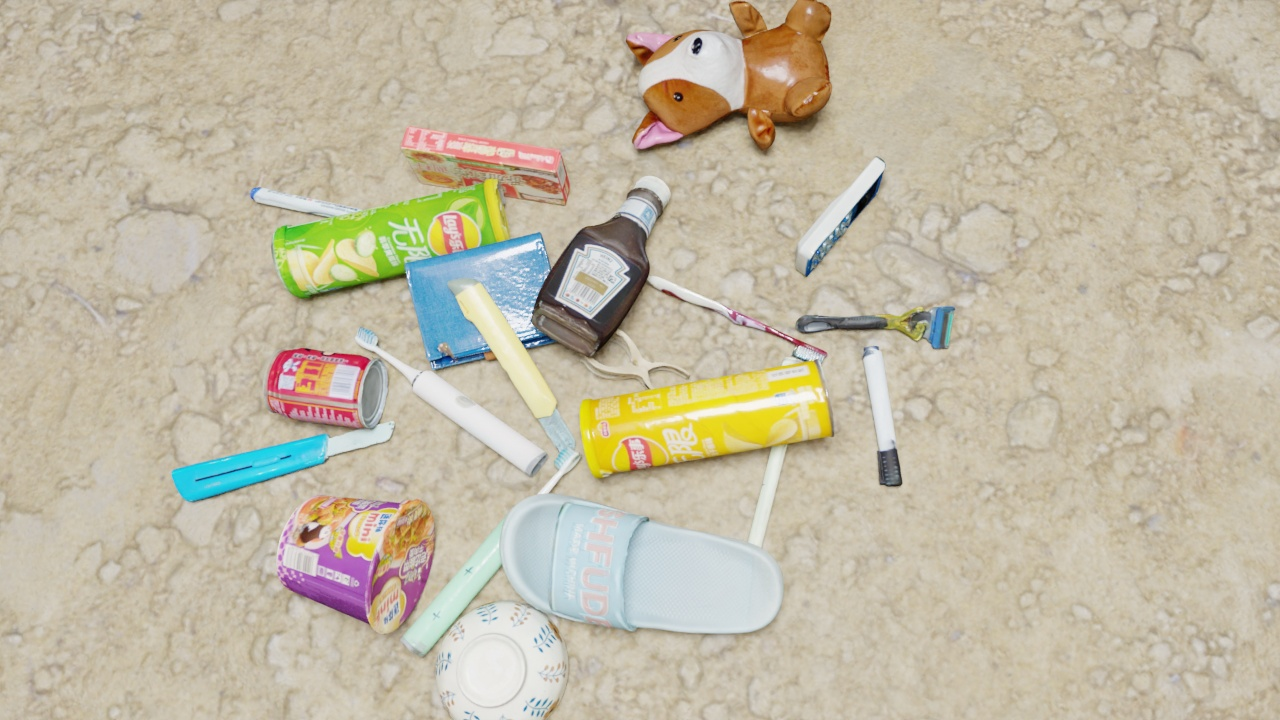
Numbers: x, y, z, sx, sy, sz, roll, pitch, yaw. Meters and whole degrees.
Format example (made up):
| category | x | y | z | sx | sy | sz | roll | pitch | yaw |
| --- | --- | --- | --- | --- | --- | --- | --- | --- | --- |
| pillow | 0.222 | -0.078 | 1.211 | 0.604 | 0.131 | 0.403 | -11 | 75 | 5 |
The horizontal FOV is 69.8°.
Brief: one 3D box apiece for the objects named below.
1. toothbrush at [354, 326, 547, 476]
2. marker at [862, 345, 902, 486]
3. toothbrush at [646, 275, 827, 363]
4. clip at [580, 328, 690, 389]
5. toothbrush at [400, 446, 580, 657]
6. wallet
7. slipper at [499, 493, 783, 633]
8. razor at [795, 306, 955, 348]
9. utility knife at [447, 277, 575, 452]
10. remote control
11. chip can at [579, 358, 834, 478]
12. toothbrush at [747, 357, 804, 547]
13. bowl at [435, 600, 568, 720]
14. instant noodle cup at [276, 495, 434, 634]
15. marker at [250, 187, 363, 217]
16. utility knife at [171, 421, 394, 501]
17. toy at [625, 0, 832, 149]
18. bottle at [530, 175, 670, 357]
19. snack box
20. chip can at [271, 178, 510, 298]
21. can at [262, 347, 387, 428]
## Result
| category | x | y | z | sx | sy | sz | roll | pitch | yaw |
| --- | --- | --- | --- | --- | --- | --- | --- | --- | --- |
| toothbrush | -0.181 | 0.035 | 0.852 | 0.221 | 0.026 | 0.026 | 34 | 116 | 12 |
| marker | 0.218 | 0.050 | 0.834 | 0.023 | 0.018 | 0.130 | -9 | 73 | 10 |
| toothbrush | 0.088 | -0.039 | 0.868 | 0.187 | 0.016 | 0.017 | 25 | 86 | 9 |
| clip | -0.002 | -0.006 | 0.853 | 0.104 | 0.035 | 0.080 | 13 | 75 | 1 |
| toothbrush | -0.127 | 0.166 | 0.810 | 0.027 | 0.026 | 0.224 | 34 | 77 | 30 |
| wallet | -0.143 | -0.054 | 0.856 | 0.133 | 0.040 | 0.106 | -14 | 97 | 0 |
| slipper | -0.001 | 0.179 | 0.770 | 0.245 | 0.074 | 0.104 | 9 | 85 | 4 |
| razor | 0.217 | -0.034 | 0.858 | 0.143 | 0.022 | 0.043 | 1 | 117 | 6 |
| utility knife | -0.113 | 0.006 | 0.833 | 0.031 | 0.020 | 0.195 | -32 | 90 | 1 |
| remote control | 0.190 | -0.137 | 0.875 | 0.024 | 0.049 | 0.124 | 39 | 78 | 15 |
| chip can | 0.057 | 0.050 | 0.801 | 0.213 | 0.072 | 0.072 | -11 | 73 | 6 |
| toothbrush | 0.121 | 0.089 | 0.826 | 0.029 | 0.020 | 0.189 | 22 | 74 | -25 |
| bowl | -0.120 | 0.257 | 0.765 | 0.113 | 0.062 | 0.113 | -1 | 73 | 4 |
| instant noodle cup | -0.243 | 0.165 | 0.780 | 0.099 | 0.111 | 0.111 | 10 | 74 | 16 |
| marker | -0.321 | -0.153 | 0.920 | 0.146 | 0.017 | 0.016 | 13 | 74 | 6 |
| utility knife | -0.327 | 0.089 | 0.847 | 0.206 | 0.018 | 0.034 | -15 | 73 | -3 |
| toy | 0.085 | -0.276 | 0.890 | 0.200 | 0.130 | 0.140 | -2 | 79 | 12 |
| bottle | -0.027 | -0.096 | 0.852 | 0.080 | 0.044 | 0.194 | 30 | 60 | -1 |
| snack box | -0.148 | -0.188 | 0.892 | 0.153 | 0.075 | 0.025 | 10 | 75 | 5 |
| chip can | -0.236 | -0.115 | 0.876 | 0.221 | 0.073 | 0.072 | -13 | 73 | -1 |
| can | -0.287 | 0.024 | 0.839 | 0.094 | 0.066 | 0.066 | 7 | 74 | 5 |
